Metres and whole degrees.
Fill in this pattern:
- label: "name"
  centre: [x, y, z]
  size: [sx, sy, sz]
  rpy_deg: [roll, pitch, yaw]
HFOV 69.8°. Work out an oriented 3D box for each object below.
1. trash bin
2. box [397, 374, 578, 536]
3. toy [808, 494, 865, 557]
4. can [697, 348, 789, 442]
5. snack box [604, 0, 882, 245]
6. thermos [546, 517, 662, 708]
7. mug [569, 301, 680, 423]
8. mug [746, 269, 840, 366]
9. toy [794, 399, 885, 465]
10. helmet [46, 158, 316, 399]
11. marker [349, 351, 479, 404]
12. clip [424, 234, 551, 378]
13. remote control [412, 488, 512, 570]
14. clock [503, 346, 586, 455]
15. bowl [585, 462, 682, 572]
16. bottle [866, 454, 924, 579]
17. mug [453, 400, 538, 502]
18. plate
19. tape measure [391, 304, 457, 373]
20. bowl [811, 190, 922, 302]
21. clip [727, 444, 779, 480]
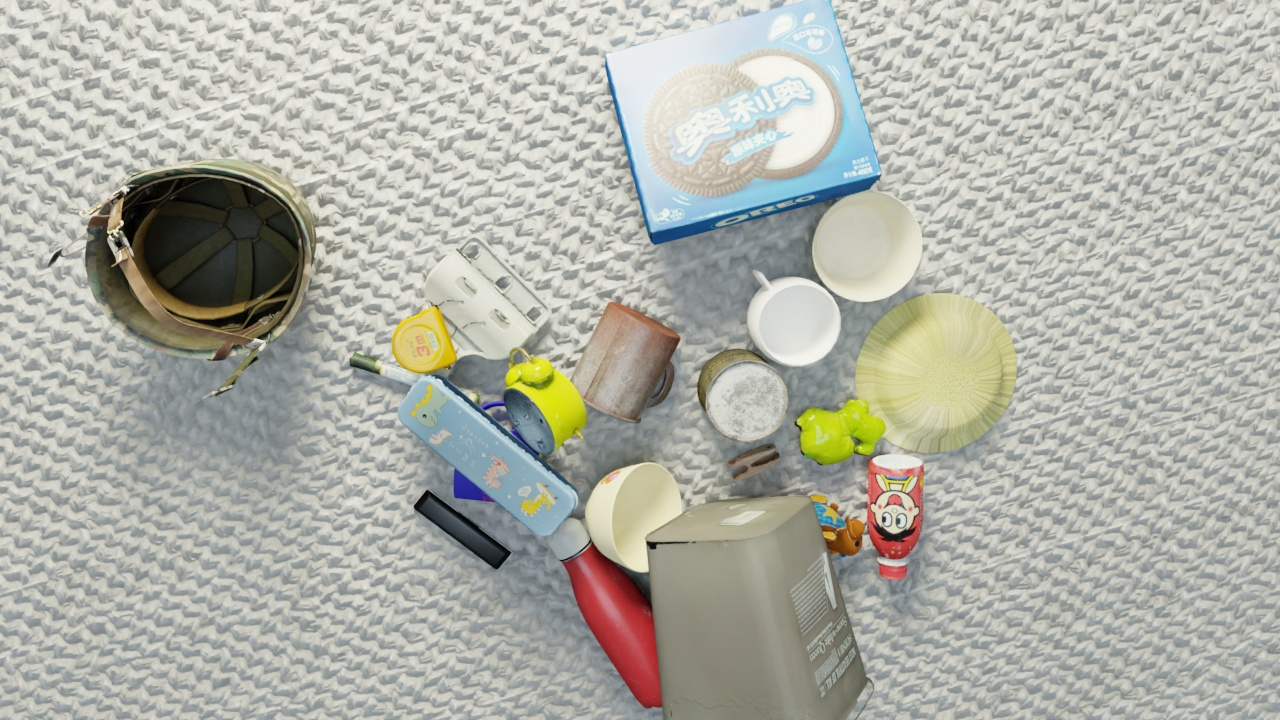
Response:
- label: "trash bin"
  centre: [0.116, 0.273, 0.978]
  size: [0.198, 0.196, 0.220]
  rpy_deg: [-9, 94, 34]
- label: "box"
  centre: [-0.157, 0.098, 0.940]
  size: [0.210, 0.052, 0.067]
  rpy_deg: [40, 85, 2]
- label: "toy"
  centre: [0.204, 0.209, 1.059]
  size: [0.090, 0.070, 0.103]
  rpy_deg: [27, 122, -19]
- label: "can"
  centre: [0.111, 0.036, 1.002]
  size: [0.090, 0.074, 0.090]
  rpy_deg: [-1, 101, -4]
- label: "snack box"
  centre: [0.101, -0.242, 0.928]
  size: [0.239, 0.056, 0.195]
  rpy_deg: [-15, 82, 2]
- label: "thermos"
  centre: [-0.029, 0.283, 1.044]
  size: [0.073, 0.073, 0.240]
  rpy_deg: [-31, 100, 4]
- label: "mug"
  centre: [-0.006, 0.006, 0.993]
  size: [0.122, 0.096, 0.110]
  rpy_deg: [19, 106, -42]
- label: "mug"
  centre: [0.158, -0.051, 0.989]
  size: [0.094, 0.068, 0.115]
  rpy_deg: [-37, 100, 5]
- label: "toy"
  centre: [0.223, 0.081, 1.034]
  size: [0.094, 0.036, 0.093]
  rpy_deg: [44, 93, -13]
- label: "helmet"
  centre: [-0.421, -0.091, 0.878]
  size: [0.224, 0.236, 0.193]
  rpy_deg: [-34, 115, 1]
- label: "marker"
  centre: [-0.250, 0.022, 1.015]
  size: [0.146, 0.017, 0.017]
  rpy_deg: [19, 99, -5]
- label: "clip"
  centre: [-0.187, -0.043, 0.980]
  size: [0.150, 0.089, 0.125]
  rpy_deg: [-45, 97, -4]
- label: "remote control"
  centre: [-0.204, 0.195, 1.053]
  size: [0.124, 0.011, 0.028]
  rpy_deg: [39, 97, -8]
- label: "clock"
  centre: [-0.106, 0.040, 0.953]
  size: [0.056, 0.083, 0.119]
  rpy_deg: [-33, 98, -29]
- label: "bowl"
  centre: [-0.019, 0.171, 1.018]
  size: [0.074, 0.117, 0.118]
  rpy_deg: [-2, 105, 41]
- label: "bottle"
  centre: [0.288, 0.180, 1.041]
  size: [0.062, 0.062, 0.137]
  rpy_deg: [-2, 100, -2]
- label: "mug"
  centre: [-0.155, 0.100, 1.008]
  size: [0.083, 0.079, 0.111]
  rpy_deg: [6, 78, -3]
- label: "plate"
  centre: [0.336, 0.019, 1.024]
  size: [0.184, 0.036, 0.184]
  rpy_deg: [0, 101, -2]
- label: "tape measure"
  centre: [-0.225, -0.016, 0.947]
  size: [0.059, 0.030, 0.068]
  rpy_deg: [-19, 97, 4]
- label: "bowl"
  centre: [0.235, -0.123, 0.980]
  size: [0.115, 0.062, 0.115]
  rpy_deg: [0, 101, -2]
- label: "clip"
  centre: [0.130, 0.118, 1.044]
  size: [0.061, 0.026, 0.049]
  rpy_deg: [7, 102, -2]
